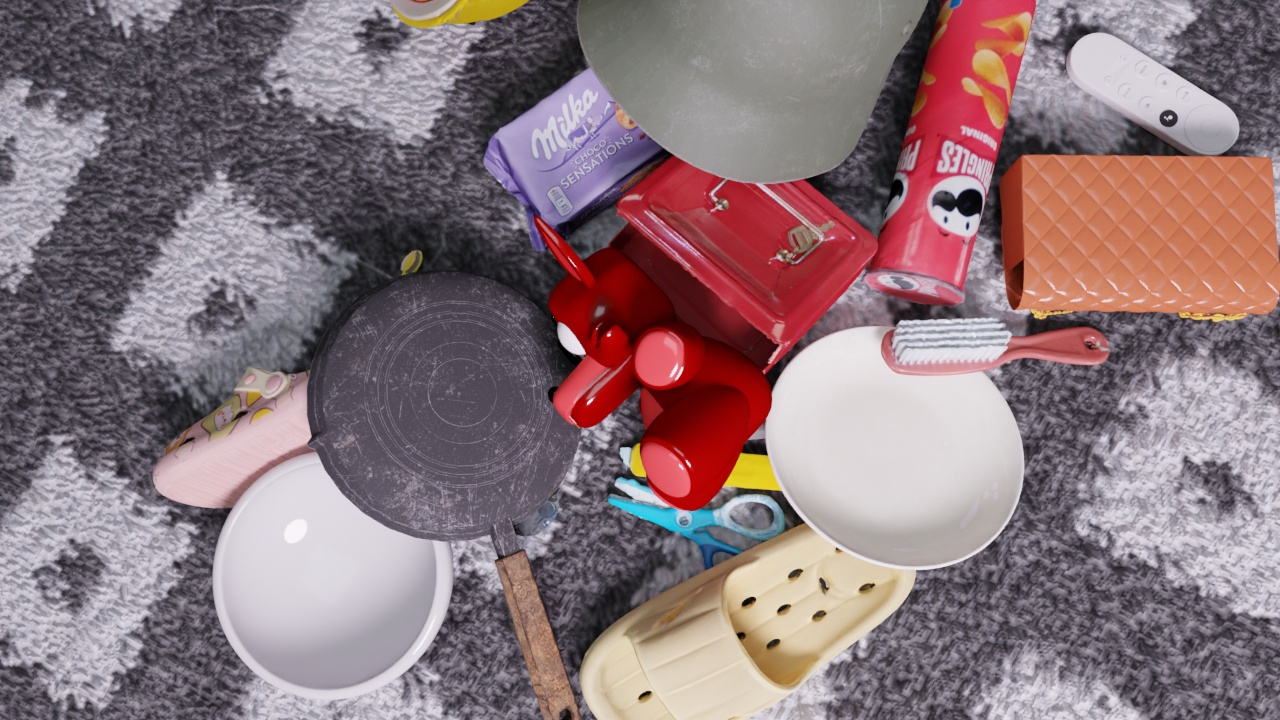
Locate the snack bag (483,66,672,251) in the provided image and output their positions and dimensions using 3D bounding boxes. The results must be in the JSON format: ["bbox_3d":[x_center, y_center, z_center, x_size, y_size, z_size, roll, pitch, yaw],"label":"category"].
[{"bbox_3d":[-0.017,-0.177,0.707,0.205,0.058,0.096,-34,79,4],"label":"snack bag"}]

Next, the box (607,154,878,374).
[{"bbox_3d":[0.071,-0.076,0.677,0.157,0.123,0.136,44,71,11],"label":"box"}]

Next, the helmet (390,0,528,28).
[{"bbox_3d":[-0.113,-0.360,0.683,0.210,0.139,0.240,-18,86,44],"label":"helmet"}]

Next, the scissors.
[{"bbox_3d":[0.035,0.128,0.692,0.140,0.015,0.083,15,88,4],"label":"scissors"}]

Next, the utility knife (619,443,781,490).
[{"bbox_3d":[0.061,0.079,0.693,0.155,0.017,0.030,5,80,5],"label":"utility knife"}]

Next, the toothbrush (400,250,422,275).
[{"bbox_3d":[-0.212,-0.030,0.730,0.021,0.016,0.135,31,87,3],"label":"toothbrush"}]

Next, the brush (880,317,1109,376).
[{"bbox_3d":[0.260,-0.013,0.661,0.172,0.030,0.041,-2,64,-5],"label":"brush"}]

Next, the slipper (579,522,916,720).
[{"bbox_3d":[0.081,0.197,0.643,0.261,0.079,0.111,-31,94,0],"label":"slipper"}]

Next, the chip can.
[{"bbox_3d":[0.229,-0.161,0.674,0.073,0.073,0.233,16,85,7],"label":"chip can"}]

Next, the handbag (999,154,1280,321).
[{"bbox_3d":[0.352,-0.084,0.659,0.172,0.060,0.108,1,79,3],"label":"handbag"}]

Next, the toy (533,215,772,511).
[{"bbox_3d":[-0.004,0.004,0.627,0.120,0.158,0.197,-41,76,-4],"label":"toy"}]

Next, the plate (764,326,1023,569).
[{"bbox_3d":[0.176,0.062,0.654,0.182,0.034,0.182,2,63,-3],"label":"plate"}]

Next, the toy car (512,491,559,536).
[{"bbox_3d":[-0.108,0.088,0.699,0.105,0.032,0.048,45,88,-5],"label":"toy car"}]

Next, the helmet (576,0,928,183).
[{"bbox_3d":[0.104,-0.265,0.619,0.227,0.154,0.267,48,54,5],"label":"helmet"}]

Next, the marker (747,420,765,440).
[{"bbox_3d":[0.099,0.048,0.694,0.139,0.016,0.022,-6,61,4],"label":"marker"}]

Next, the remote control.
[{"bbox_3d":[0.385,-0.200,0.692,0.136,0.013,0.043,36,88,8],"label":"remote control"}]

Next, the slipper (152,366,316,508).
[{"bbox_3d":[-0.275,0.043,0.701,0.197,0.093,0.081,-27,57,4],"label":"slipper"}]

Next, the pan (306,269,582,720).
[{"bbox_3d":[-0.105,0.098,0.652,0.207,0.040,0.357,-18,83,-26],"label":"pan"}]

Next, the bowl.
[{"bbox_3d":[-0.220,0.156,0.685,0.177,0.066,0.176,-1,84,5],"label":"bowl"}]
